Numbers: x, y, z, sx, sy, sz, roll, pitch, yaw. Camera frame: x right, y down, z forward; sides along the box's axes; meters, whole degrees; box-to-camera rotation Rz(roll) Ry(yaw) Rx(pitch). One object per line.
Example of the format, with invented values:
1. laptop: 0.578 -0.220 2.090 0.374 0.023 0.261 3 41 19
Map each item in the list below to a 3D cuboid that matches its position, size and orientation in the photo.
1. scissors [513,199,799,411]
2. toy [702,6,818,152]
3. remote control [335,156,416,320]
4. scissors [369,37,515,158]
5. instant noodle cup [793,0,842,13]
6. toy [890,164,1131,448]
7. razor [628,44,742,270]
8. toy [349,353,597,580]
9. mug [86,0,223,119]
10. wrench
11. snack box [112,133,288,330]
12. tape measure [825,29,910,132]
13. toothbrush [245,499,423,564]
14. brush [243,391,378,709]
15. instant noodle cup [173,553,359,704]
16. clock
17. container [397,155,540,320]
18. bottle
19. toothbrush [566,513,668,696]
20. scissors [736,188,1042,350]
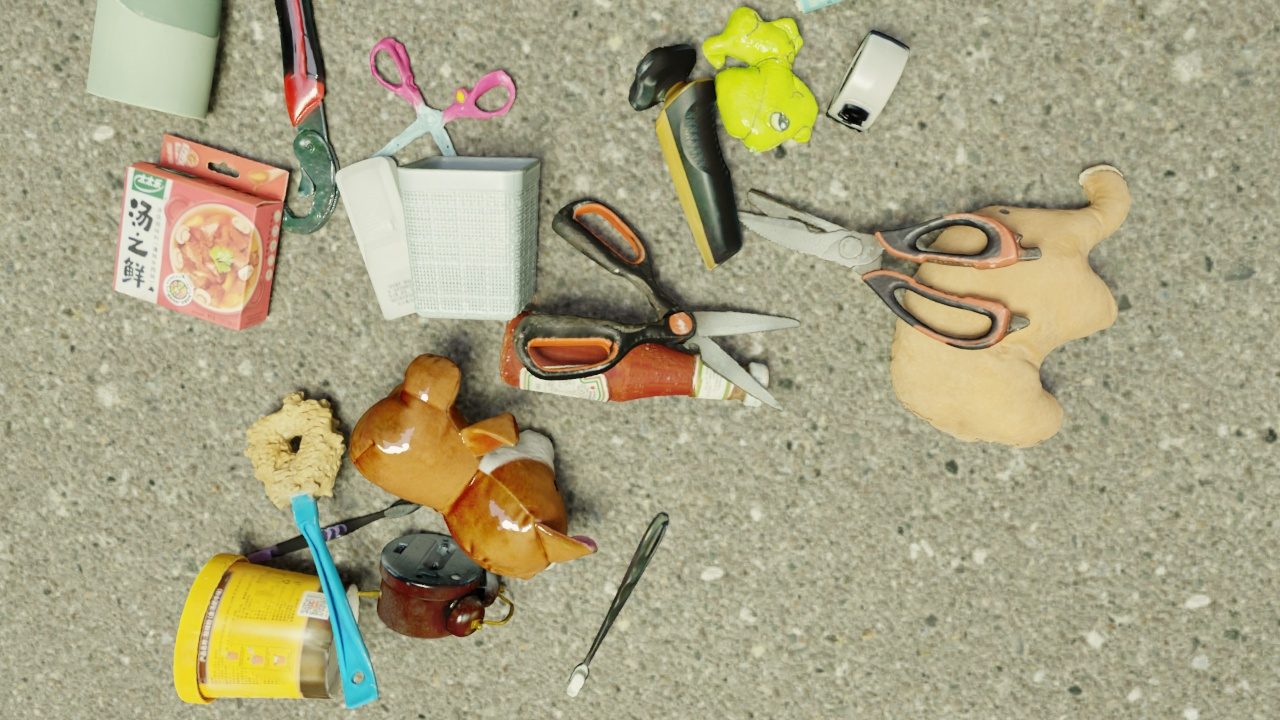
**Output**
1. scissors: 0.009 -0.038 0.690 0.220 0.022 0.227 -20 75 -22
2. toy: 0.088 -0.205 0.680 0.097 0.031 0.100 17 97 2
3. remote control: -0.201 -0.097 0.729 0.049 0.024 0.125 -15 100 14
4. scissors: -0.162 -0.194 0.715 0.133 0.017 0.134 -30 100 13
5. instant noodle cup: 0.151 -0.299 0.624 0.121 0.111 0.111 -19 98 15
6. toy: 0.270 -0.050 0.669 0.143 0.082 0.226 24 96 4
7. razor: 0.038 -0.150 0.688 0.068 0.062 0.167 -8 106 37
8. toy: -0.126 0.092 0.719 0.199 0.140 0.130 48 59 -5
9. mug: -0.374 -0.248 0.697 0.112 0.082 0.106 21 104 33
10. wrench: -0.270 -0.236 0.716 0.056 0.016 0.273 0 101 5
11. snack box: -0.348 -0.102 0.725 0.113 0.044 0.127 17 106 6
12. tape measure: 0.163 -0.199 0.655 0.033 0.066 0.066 25 101 -1
13. toothbrush: -0.271 0.150 0.785 0.189 0.016 0.014 -19 98 10
14. brush: -0.252 0.145 0.725 0.083 0.046 0.254 -21 74 -2
15. instant noodle cup: -0.300 0.224 0.754 0.114 0.118 0.118 7 100 -3
16. clock: -0.161 0.187 0.748 0.122 0.082 0.055 16 105 3
17. container: -0.124 -0.092 0.688 0.090 0.089 0.111 2 108 5
18. bottle: -0.004 0.004 0.713 0.206 0.059 0.060 8 101 -2
19. toothbrush: -0.020 0.207 0.772 0.015 0.018 0.181 27 100 3
20. scissors: 0.174 -0.086 0.661 0.199 0.015 0.204 -28 73 18
